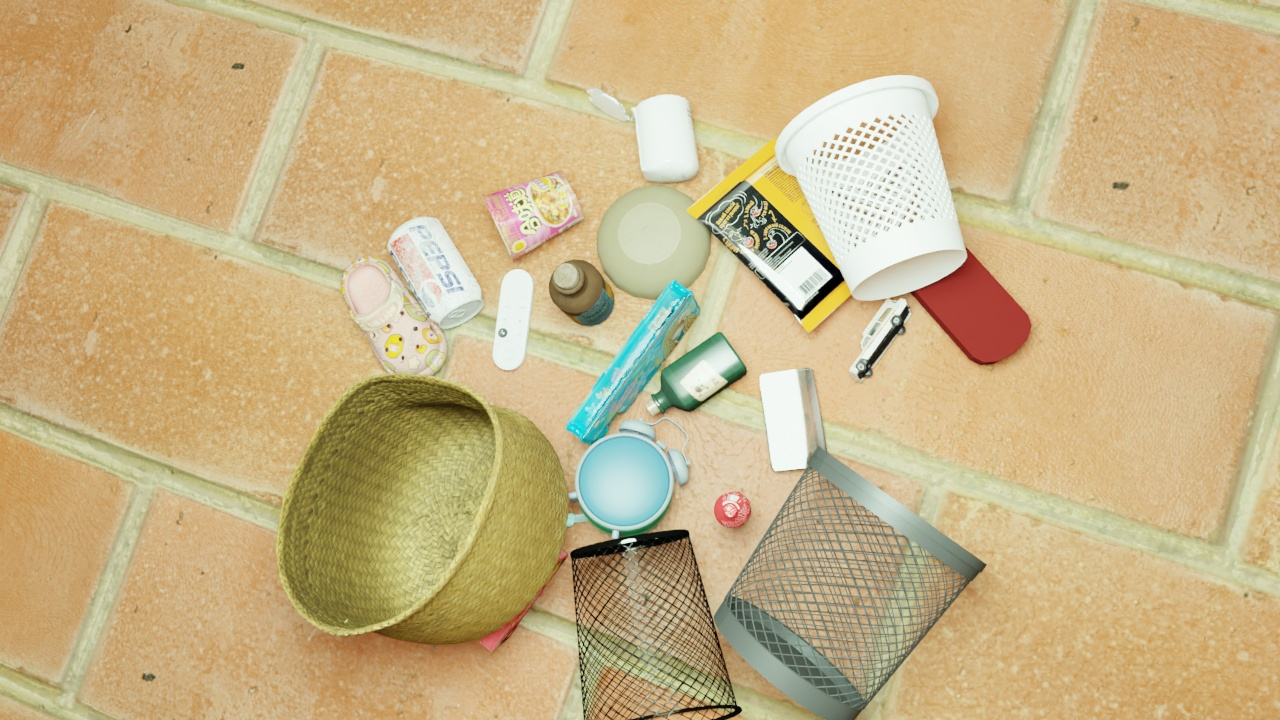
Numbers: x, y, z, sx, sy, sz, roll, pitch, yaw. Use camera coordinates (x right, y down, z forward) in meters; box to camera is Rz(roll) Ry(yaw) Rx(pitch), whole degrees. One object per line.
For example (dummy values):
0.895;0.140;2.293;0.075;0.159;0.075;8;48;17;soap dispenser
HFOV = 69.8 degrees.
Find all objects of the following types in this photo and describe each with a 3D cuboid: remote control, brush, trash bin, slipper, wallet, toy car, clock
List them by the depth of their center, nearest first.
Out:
0.224;0.252;1.027;0.218;0.217;0.227;36;92;11;trash bin
0.006;0.315;1.069;0.184;0.184;0.210;-12;75;6;trash bin
0.280;-0.188;1.071;0.195;0.195;0.199;-17;74;5;trash bin
0.396;-0.074;1.128;0.082;0.042;0.173;-39;79;1;brush
0.293;-0.027;1.141;0.039;0.039;0.113;37;89;32;toy car
-0.006;0.141;1.145;0.122;0.075;0.161;41;77;12;clock
0.191;0.074;1.148;0.072;0.019;0.123;-8;81;7;wallet
-0.339;-0.058;1.212;0.093;0.081;0.197;-39;77;3;slipper
-0.169;-0.054;1.220;0.043;0.013;0.136;5;83;9;remote control

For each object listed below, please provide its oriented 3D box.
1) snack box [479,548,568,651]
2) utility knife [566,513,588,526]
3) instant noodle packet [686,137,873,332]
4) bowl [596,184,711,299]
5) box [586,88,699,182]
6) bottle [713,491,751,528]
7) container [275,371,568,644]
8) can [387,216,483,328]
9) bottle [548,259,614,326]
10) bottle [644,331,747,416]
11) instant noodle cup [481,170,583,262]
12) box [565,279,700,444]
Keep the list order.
-0.142;0.291;1.131;0.021;0.089;0.133;36;89;7;snack box
-0.124;0.209;1.179;0.126;0.015;0.022;-8;80;4;utility knife
0.192;-0.164;1.165;0.159;0.032;0.221;-41;79;-13;instant noodle packet
0.015;-0.158;1.188;0.152;0.050;0.152;-1;82;8;bowl
0.000;-0.298;1.197;0.142;0.083;0.140;-7;80;13;box
0.109;0.176;1.084;0.042;0.141;0.042;-1;82;8;bottle
-0.241;0.181;1.070;0.308;0.196;0.306;-14;60;25;container
-0.269;-0.116;1.210;0.078;0.078;0.136;-33;79;2;can
-0.077;-0.088;1.138;0.068;0.157;0.067;-1;82;8;bottle
0.064;0.026;1.151;0.131;0.061;0.061;-34;77;2;bottle
-0.138;-0.194;1.199;0.108;0.098;0.097;-26;80;-5;instant noodle cup
-0.006;0.007;1.147;0.041;0.094;0.226;36;88;13;box
